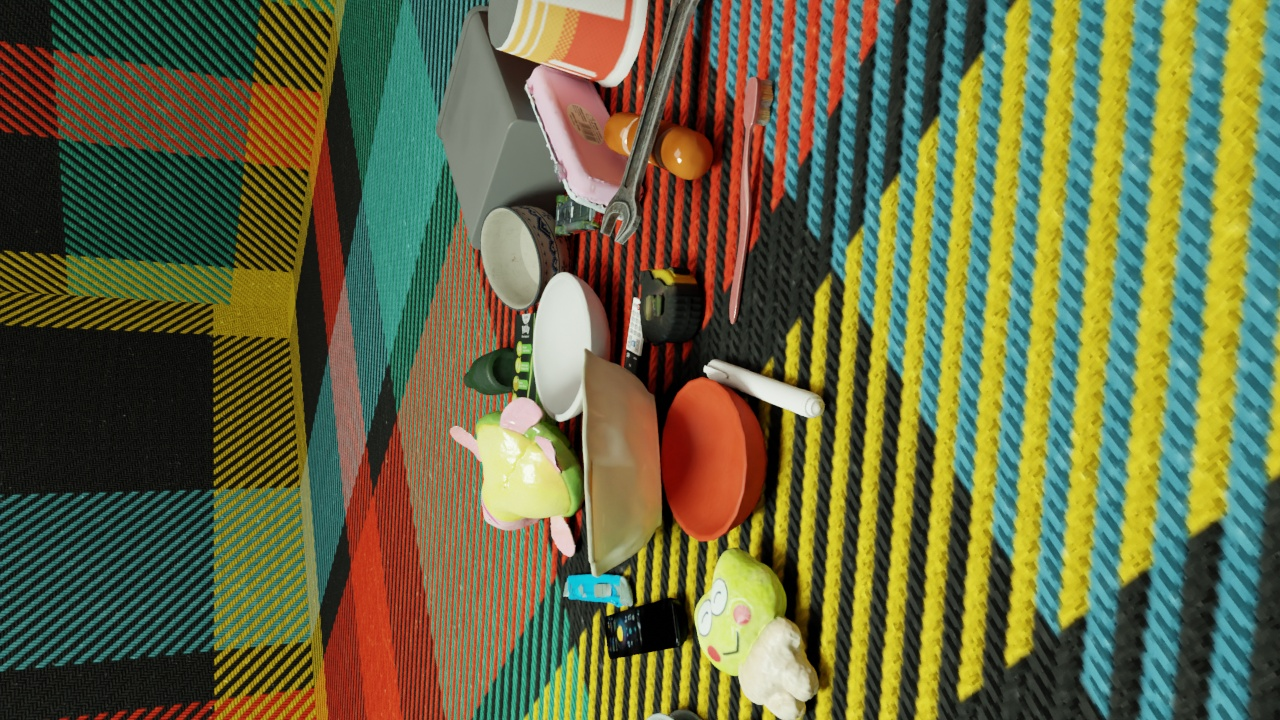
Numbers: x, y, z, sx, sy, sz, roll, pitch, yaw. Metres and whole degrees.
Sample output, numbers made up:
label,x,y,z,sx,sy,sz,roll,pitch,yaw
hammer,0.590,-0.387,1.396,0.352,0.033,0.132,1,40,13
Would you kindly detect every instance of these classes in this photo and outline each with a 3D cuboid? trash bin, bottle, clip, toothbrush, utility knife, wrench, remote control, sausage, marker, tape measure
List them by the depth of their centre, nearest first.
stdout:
label,x,y,z,sx,sy,sz,roll,pitch,yaw
marker,0.087,0.019,0.662,0.134,0.020,0.017,22,104,61
toothbrush,0.081,-0.118,0.695,0.015,0.015,0.184,27,115,60
clip,0.039,0.295,0.727,0.172,0.029,0.143,-56,42,45
wrench,0.016,-0.225,0.755,0.070,0.010,0.273,8,80,58
tape measure,0.023,-0.044,0.771,0.063,0.038,0.067,5,92,63
sausage,0.015,-0.187,0.790,0.164,0.044,0.039,39,127,57
remote control,0.001,0.239,0.812,0.152,0.020,0.041,-38,55,57
remote control,-0.005,0.005,0.849,0.028,0.011,0.124,30,115,60
utility knife,-0.045,0.228,0.910,0.159,0.015,0.031,153,120,-61
trash bin,-0.158,-0.268,1.077,0.192,0.097,0.219,-61,39,41
bottle,-0.195,0.019,1.172,0.174,0.055,0.055,-12,77,63

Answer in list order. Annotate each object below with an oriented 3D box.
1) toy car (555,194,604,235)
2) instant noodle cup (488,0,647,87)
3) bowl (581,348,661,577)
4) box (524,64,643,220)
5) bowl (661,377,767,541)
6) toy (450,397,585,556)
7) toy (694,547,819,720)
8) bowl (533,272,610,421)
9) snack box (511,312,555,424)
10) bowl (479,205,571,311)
label,x,y,z,sx,sy,sz,roll,pitch,yaw
toy car,-0.060,-0.150,0.941,0.091,0.036,0.042,1,89,63
instant noodle cup,-0.076,-0.340,0.893,0.124,0.121,0.123,-9,80,62
bowl,-0.015,0.084,0.766,0.219,0.060,0.189,-94,1,-68
box,-0.061,-0.214,0.898,0.045,0.086,0.202,-54,42,34
bowl,0.060,0.074,0.694,0.122,0.035,0.122,-9,80,62
toy,-0.122,0.121,0.977,0.190,0.087,0.239,39,146,11
toy,0.080,0.192,0.637,0.115,0.046,0.092,52,130,41
bowl,-0.064,-0.013,0.930,0.150,0.043,0.149,-5,84,63
snack box,-0.123,0.020,1.061,0.080,0.025,0.147,1,89,63
bowl,-0.121,-0.117,1.013,0.116,0.059,0.116,24,122,43
